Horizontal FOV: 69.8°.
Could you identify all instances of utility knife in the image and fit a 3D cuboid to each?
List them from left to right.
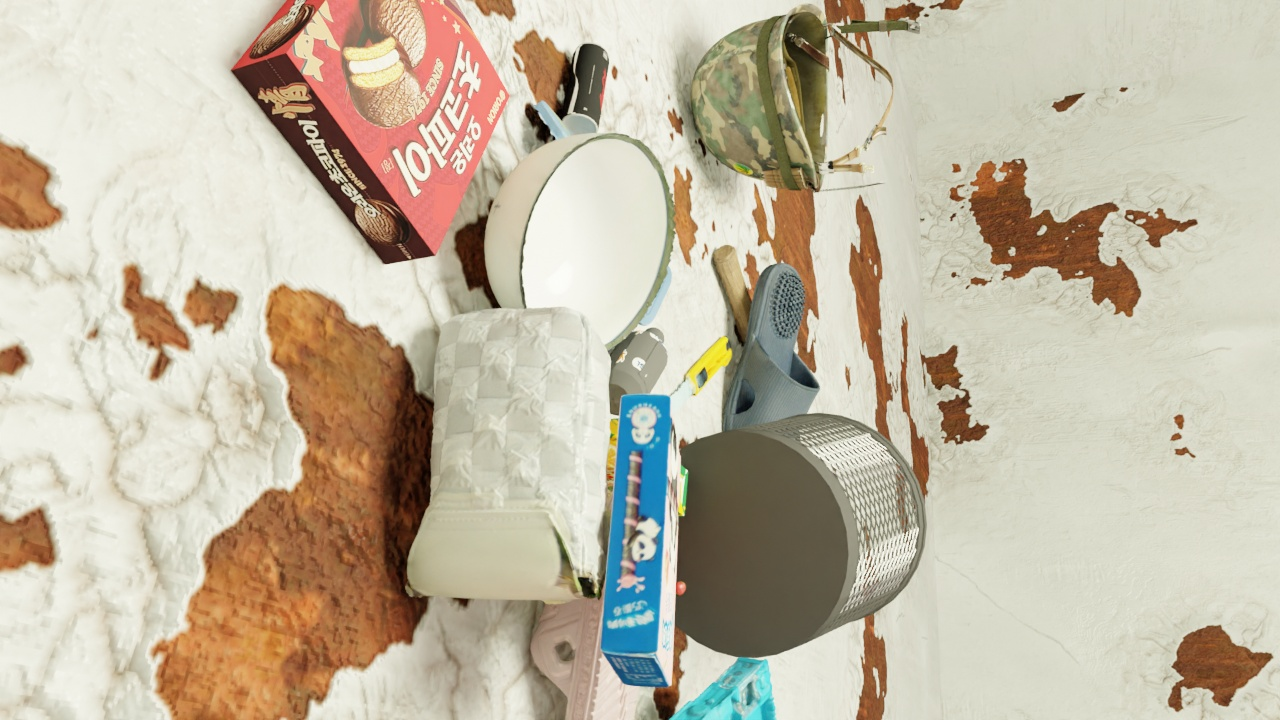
[{"bbox_3d":[0.062,0.018,0.971,0.227,0.019,0.030,-39,111,-59],"label":"utility knife"}]

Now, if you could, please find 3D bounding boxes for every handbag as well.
[{"bbox_3d":[-0.067,0.057,0.554,0.123,0.113,0.171,50,39,-67],"label":"handbag"}]

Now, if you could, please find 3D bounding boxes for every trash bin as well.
[{"bbox_3d":[0.134,0.158,0.861,0.227,0.218,0.217,6,79,-61],"label":"trash bin"}]

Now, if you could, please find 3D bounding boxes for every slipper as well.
[{"bbox_3d":[-0.036,0.193,0.650,0.094,0.064,0.239,-13,113,-64],"label":"slipper"},{"bbox_3d":[0.167,0.015,1.058,0.101,0.083,0.263,21,77,-45],"label":"slipper"}]

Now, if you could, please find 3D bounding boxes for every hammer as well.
[{"bbox_3d":[0.146,-0.005,1.139,0.132,0.040,0.306,-72,146,-49],"label":"hammer"}]

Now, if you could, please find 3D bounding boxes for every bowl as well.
[{"bbox_3d":[-0.050,-0.084,0.634,0.153,0.073,0.154,-28,128,-44],"label":"bowl"}]

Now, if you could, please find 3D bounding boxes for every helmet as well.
[{"bbox_3d":[0.182,-0.288,1.028,0.224,0.237,0.192,30,62,-49],"label":"helmet"}]

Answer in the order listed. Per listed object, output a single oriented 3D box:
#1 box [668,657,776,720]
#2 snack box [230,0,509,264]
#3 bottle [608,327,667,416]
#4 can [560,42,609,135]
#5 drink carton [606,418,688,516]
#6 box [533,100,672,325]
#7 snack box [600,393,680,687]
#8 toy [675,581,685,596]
[{"bbox_3d":[0.078,0.325,0.699,0.226,0.117,0.097,-19,104,-54],"label":"box"},{"bbox_3d":[-0.141,-0.157,0.524,0.133,0.036,0.151,60,34,-43],"label":"snack box"},{"bbox_3d":[-0.005,0.005,0.780,0.112,0.047,0.047,-58,136,-55],"label":"bottle"},{"bbox_3d":[-0.045,-0.224,0.760,0.031,0.032,0.080,48,42,-53],"label":"can"},{"bbox_3d":[-0.013,0.086,0.727,0.122,0.058,0.041,49,42,-53],"label":"drink carton"},{"bbox_3d":[-0.027,-0.117,0.760,0.209,0.047,0.122,41,47,-57],"label":"box"},{"bbox_3d":[0.004,0.107,0.545,0.088,0.033,0.153,77,14,-59],"label":"snack box"},{"bbox_3d":[-0.008,0.167,0.735,0.084,0.046,0.103,-45,117,-33],"label":"toy"}]
